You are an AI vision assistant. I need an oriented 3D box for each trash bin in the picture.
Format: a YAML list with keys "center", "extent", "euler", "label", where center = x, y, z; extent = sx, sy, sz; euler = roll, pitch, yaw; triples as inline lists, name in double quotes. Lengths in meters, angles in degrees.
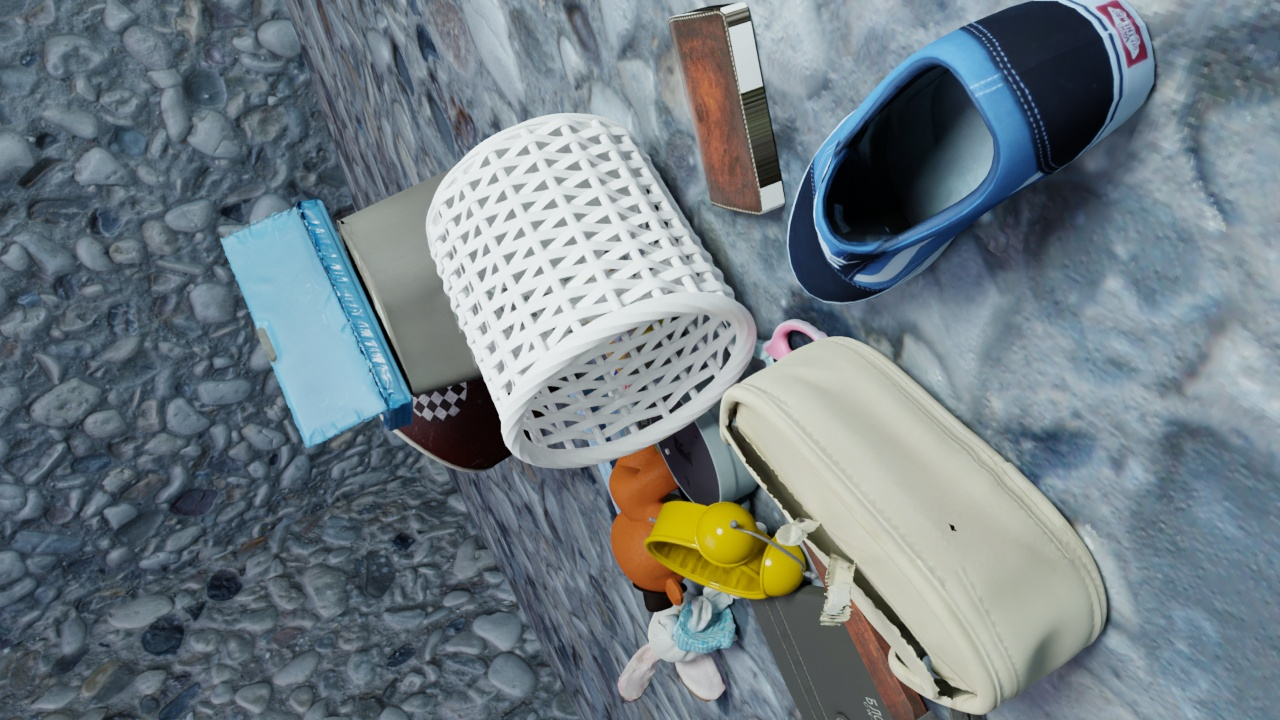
- center: [-0.160, -0.091, 0.916]
  extent: [0.197, 0.219, 0.198]
  euler: [48, 154, 44]
  label: "trash bin"

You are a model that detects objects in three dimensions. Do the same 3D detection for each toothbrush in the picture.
- center: [-0.005, 0.005, 0.839]
  extent: [0.167, 0.013, 0.013]
  euler: [-99, 10, -46]
  label: "toothbrush"

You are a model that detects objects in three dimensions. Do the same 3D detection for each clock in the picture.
- center: [0.070, 0.158, 0.769]
  extent: [0.113, 0.052, 0.152]
  euler: [35, 154, -23]
  label: "clock"
- center: [0.056, 0.078, 0.803]
  extent: [0.122, 0.045, 0.159]
  euler: [43, 152, 50]
  label: "clock"

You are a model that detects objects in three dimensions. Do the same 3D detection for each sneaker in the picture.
- center: [0.100, -0.076, 0.411]
  extent: [0.083, 0.098, 0.242]
  euler: [64, 162, 6]
  label: "sneaker"

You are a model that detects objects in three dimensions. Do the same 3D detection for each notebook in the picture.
- center: [0.163, 0.262, 0.758]
  extent: [0.169, 0.029, 0.209]
  euler: [66, 163, 3]
  label: "notebook"

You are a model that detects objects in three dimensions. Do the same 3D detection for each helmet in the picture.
- center: [-0.227, 0.026, 1.208]
  extent: [0.234, 0.254, 0.233]
  euler: [43, -164, 19]
  label: "helmet"

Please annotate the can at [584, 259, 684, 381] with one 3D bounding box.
- center: [-0.014, -0.037, 0.818]
  extent: [0.105, 0.067, 0.068]
  euler: [54, 158, 32]
  label: "can"

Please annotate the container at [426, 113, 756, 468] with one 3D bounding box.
- center: [-0.041, -0.049, 0.673]
  extent: [0.190, 0.189, 0.186]
  euler: [97, 150, -57]
  label: "container"

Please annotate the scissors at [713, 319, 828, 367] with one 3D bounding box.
- center: [0.095, 0.011, 0.664]
  extent: [0.179, 0.016, 0.108]
  euler: [27, 137, 62]
  label: "scissors"

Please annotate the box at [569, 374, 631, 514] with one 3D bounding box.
- center: [-0.011, 0.109, 1.061]
  extent: [0.210, 0.064, 0.069]
  euler: [69, -162, 0]
  label: "box"

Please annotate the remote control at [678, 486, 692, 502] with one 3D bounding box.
- center: [0.035, 0.101, 0.940]
  extent: [0.124, 0.009, 0.046]
  euler: [68, 162, -5]
  label: "remote control"

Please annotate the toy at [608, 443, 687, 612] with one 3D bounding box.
- center: [0.012, 0.170, 0.932]
  extent: [0.112, 0.096, 0.176]
  euler: [-158, 72, -64]
  label: "toy"

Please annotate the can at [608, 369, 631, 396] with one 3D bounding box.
- center: [-0.014, 0.009, 0.930]
  extent: [0.032, 0.032, 0.095]
  euler: [58, 160, 23]
  label: "can"

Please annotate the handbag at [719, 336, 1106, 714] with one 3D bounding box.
- center: [0.116, 0.099, 0.524]
  extent: [0.229, 0.131, 0.184]
  euler: [58, 163, 21]
  label: "handbag"

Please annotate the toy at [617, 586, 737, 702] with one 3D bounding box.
- center: [0.047, 0.297, 1.025]
  extent: [0.206, 0.131, 0.105]
  euler: [107, 158, -46]
  label: "toy"

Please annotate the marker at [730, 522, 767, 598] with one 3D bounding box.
- center: [0.099, 0.190, 0.859]
  extent: [0.017, 0.017, 0.146]
  euler: [56, 159, 29]
  label: "marker"

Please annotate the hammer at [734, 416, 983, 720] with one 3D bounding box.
- center: [0.140, 0.154, 0.648]
  extent: [0.300, 0.028, 0.111]
  euler: [64, 145, 15]
  label: "hammer"

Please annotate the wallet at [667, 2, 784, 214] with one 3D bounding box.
- center: [0.052, -0.155, 0.570]
  extent: [0.072, 0.019, 0.123]
  euler: [31, 141, 60]
  label: "wallet"

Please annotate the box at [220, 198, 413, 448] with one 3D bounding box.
- center: [-0.317, -0.029, 0.896]
  extent: [0.231, 0.110, 0.094]
  euler: [63, 160, 10]
  label: "box"

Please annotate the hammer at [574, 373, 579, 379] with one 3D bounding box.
- center: [-0.115, -0.065, 1.128]
  extent: [0.147, 0.028, 0.317]
  euler: [-161, 51, -73]
  label: "hammer"
